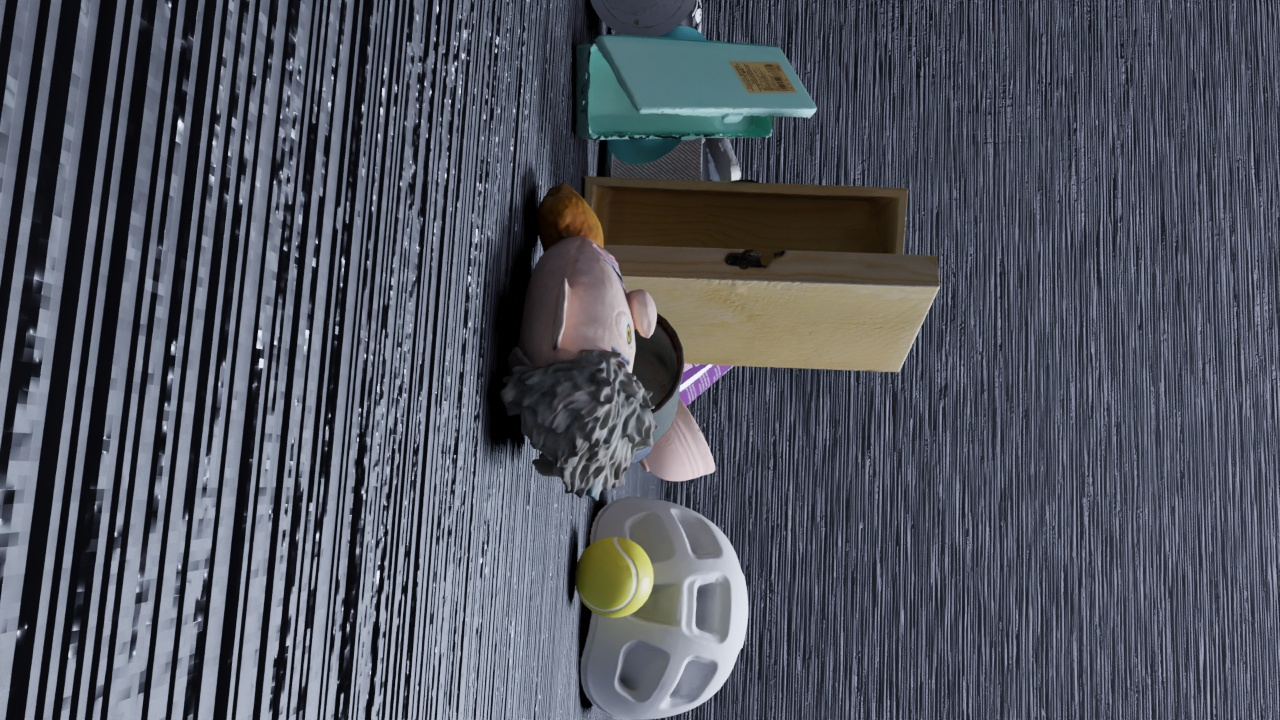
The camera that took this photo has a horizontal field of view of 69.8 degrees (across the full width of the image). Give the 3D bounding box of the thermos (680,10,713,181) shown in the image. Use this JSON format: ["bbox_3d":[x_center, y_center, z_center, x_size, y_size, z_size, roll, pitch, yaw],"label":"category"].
[{"bbox_3d":[0.023,-0.262,0.973,0.105,0.106,0.219,-81,168,-61],"label":"thermos"}]

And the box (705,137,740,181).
[{"bbox_3d":[0.053,-0.288,1.059,0.151,0.043,0.216,140,-71,-84],"label":"box"}]

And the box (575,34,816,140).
[{"bbox_3d":[0.050,-0.199,0.668,0.080,0.188,0.077,18,-68,48],"label":"box"}]

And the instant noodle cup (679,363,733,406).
[{"bbox_3d":[0.065,-0.010,1.235,0.122,0.121,0.137,63,-10,-27],"label":"instant noodle cup"}]

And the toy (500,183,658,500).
[{"bbox_3d":[-0.029,-0.013,0.483,0.133,0.076,0.175,84,2,-71],"label":"toy"}]

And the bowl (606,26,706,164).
[{"bbox_3d":[-0.002,-0.226,0.751,0.046,0.121,0.121,18,69,-45],"label":"bowl"}]

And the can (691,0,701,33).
[{"bbox_3d":[0.042,-0.445,1.236,0.146,0.080,0.080,71,21,-80],"label":"can"}]

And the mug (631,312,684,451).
[{"bbox_3d":[-0.022,0.025,0.616,0.110,0.085,0.081,-53,167,-17],"label":"mug"}]

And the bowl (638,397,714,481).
[{"bbox_3d":[0.023,0.096,1.175,0.153,0.076,0.153,56,-10,15],"label":"bowl"}]

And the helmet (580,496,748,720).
[{"bbox_3d":[0.012,0.261,0.961,0.283,0.183,0.223,123,-22,-66],"label":"helmet"}]

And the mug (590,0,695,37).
[{"bbox_3d":[-0.003,-0.313,0.703,0.119,0.083,0.096,61,16,-21],"label":"mug"}]

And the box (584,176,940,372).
[{"bbox_3d":[0.075,-0.057,0.689,0.184,0.248,0.142,-81,172,-62],"label":"box"}]

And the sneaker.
[{"bbox_3d":[0.004,-0.197,0.864,0.097,0.091,0.245,151,-61,-71],"label":"sneaker"}]

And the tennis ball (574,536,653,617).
[{"bbox_3d":[-0.022,0.179,0.758,0.065,0.065,0.065,5,87,-86],"label":"tennis ball"}]

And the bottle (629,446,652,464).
[{"bbox_3d":[-0.017,0.046,0.825,0.161,0.056,0.056,84,9,-65],"label":"bottle"}]
